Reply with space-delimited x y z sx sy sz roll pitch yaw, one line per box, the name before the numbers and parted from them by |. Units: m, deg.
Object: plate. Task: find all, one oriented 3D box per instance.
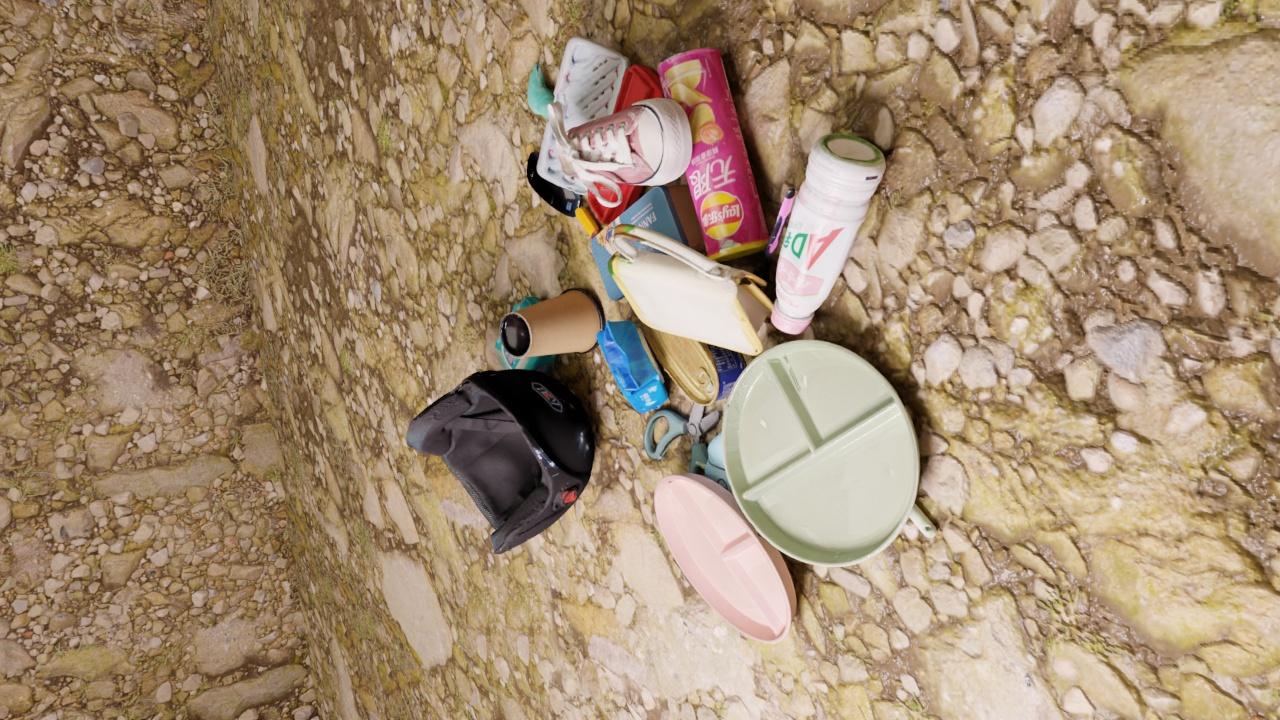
plate | 0.178 0.092 0.922 0.231 0.027 0.230 10 104 43
plate | 0.099 0.228 1.080 0.229 0.028 0.230 40 148 32

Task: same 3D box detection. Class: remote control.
remote control | -0.126 -0.243 1.265 0.136 0.024 0.053 45 136 36

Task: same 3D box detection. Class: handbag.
handbag | 0.047 -0.086 0.945 0.163 0.063 0.179 16 159 34

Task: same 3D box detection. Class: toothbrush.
toothbrush | 0.130 -0.119 0.904 0.189 0.014 0.017 96 155 -67
toothbrush | 0.226 0.098 0.908 0.189 0.029 0.020 53 -176 26

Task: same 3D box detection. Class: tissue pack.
tissue pack | -0.169 -0.025 1.383 0.093 0.050 0.134 60 142 21
tissue pack | -0.007 0.007 1.120 0.095 0.052 0.157 64 -178 16

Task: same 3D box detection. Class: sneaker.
sneaker | -0.038 -0.226 0.987 0.241 0.087 0.118 13 117 56

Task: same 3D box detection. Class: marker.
marker | -0.049 -0.153 1.202 0.124 0.015 0.018 57 143 20

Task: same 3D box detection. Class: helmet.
helmet | -0.174 0.121 1.291 0.233 0.229 0.276 47 140 13

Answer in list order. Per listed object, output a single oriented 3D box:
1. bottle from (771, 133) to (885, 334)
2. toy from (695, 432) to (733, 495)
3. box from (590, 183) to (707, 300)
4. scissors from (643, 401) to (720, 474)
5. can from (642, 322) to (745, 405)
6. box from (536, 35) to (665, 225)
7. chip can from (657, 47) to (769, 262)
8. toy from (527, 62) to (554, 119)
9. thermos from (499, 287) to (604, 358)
bottle | 0.169 -0.112 0.870 0.068 0.068 0.197 46 139 35
toy | 0.126 0.118 1.027 0.156 0.049 0.161 19 120 42
box | 0.017 -0.139 1.073 0.185 0.063 0.089 -34 75 55
scissors | 0.049 0.097 1.155 0.172 0.019 0.177 36 131 43
can | 0.062 -0.014 1.067 0.148 0.049 0.075 54 140 28
box | -0.044 -0.272 1.110 0.160 0.063 0.202 39 135 17
chip can | 0.077 -0.211 0.954 0.072 0.071 0.210 -16 89 55
toy | -0.126 -0.335 1.227 0.092 0.030 0.097 51 144 34
thermos | -0.117 -0.045 1.235 0.093 0.143 0.093 12 109 38
